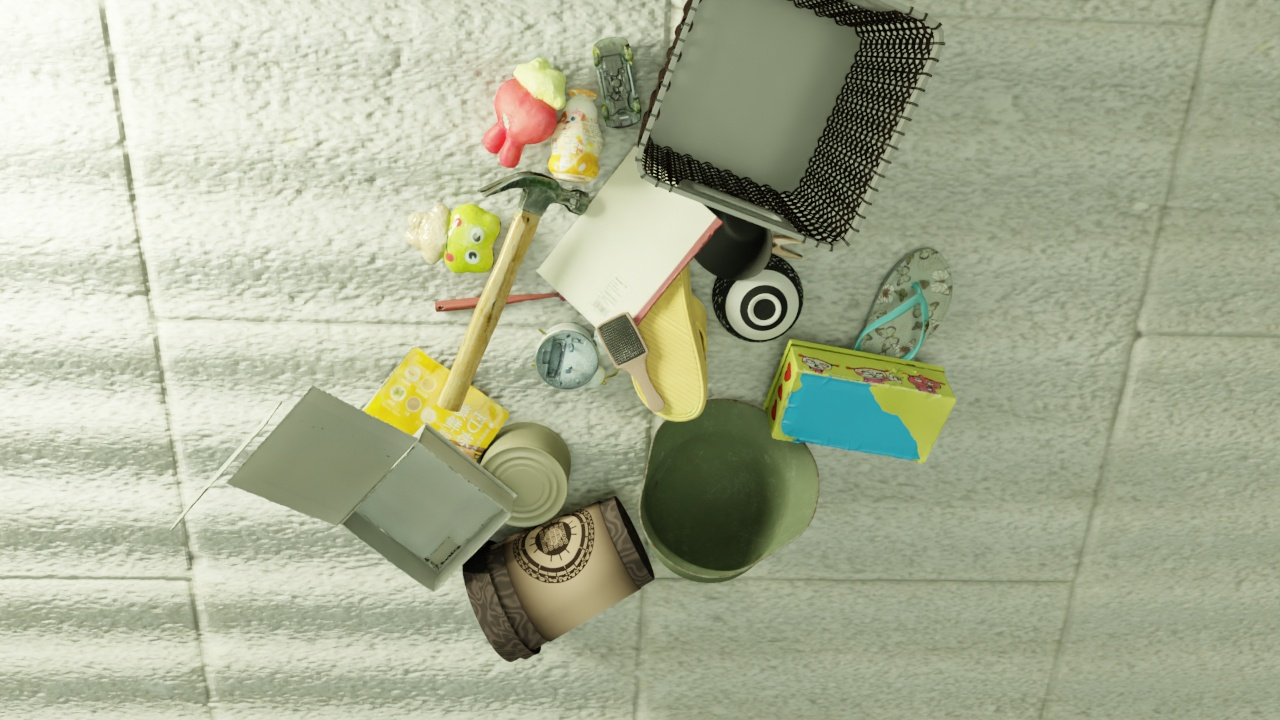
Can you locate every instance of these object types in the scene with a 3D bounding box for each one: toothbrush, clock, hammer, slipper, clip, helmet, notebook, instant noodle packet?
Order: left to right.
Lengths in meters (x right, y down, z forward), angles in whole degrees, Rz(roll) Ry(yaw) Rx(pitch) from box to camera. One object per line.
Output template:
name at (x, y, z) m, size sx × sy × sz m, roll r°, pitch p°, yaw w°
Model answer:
instant noodle packet at (-0.307, 0.109, 1.249) m, size 0.163 × 0.084 × 0.222 m, roll 38°, pitch 99°, yaw -14°
hammer at (-0.187, -0.083, 1.167) m, size 0.132 × 0.033 × 0.331 m, roll 16°, pitch 108°, yaw -32°
toothbrush at (-0.176, -0.079, 1.208) m, size 0.190 × 0.016 × 0.016 m, roll -5°, pitch 111°, yaw 0°
clock at (-0.083, -0.004, 1.218) m, size 0.117 × 0.057 × 0.083 m, roll 11°, pitch 109°, yaw -6°
notebook at (-0.017, -0.142, 1.158) m, size 0.153 × 0.012 × 0.209 m, roll 44°, pitch 106°, yaw 10°
slipper at (0.035, -0.053, 1.193) m, size 0.100 × 0.078 × 0.263 m, roll -6°, pitch 94°, yaw 19°
helmet at (0.096, 0.199, 1.224) m, size 0.227 × 0.266 × 0.154 m, roll 34°, pitch 138°, yaw 13°
clip at (0.184, -0.142, 1.196) m, size 0.061 × 0.025 × 0.045 m, roll 3°, pitch 109°, yaw 4°
slipper at (0.337, -0.022, 1.231) m, size 0.098 × 0.054 × 0.269 m, roll 25°, pitch 109°, yaw -13°

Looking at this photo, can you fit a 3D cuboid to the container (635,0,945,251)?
container at (0.140, -0.296, 1.018) m, size 0.247 × 0.243 × 0.246 m, roll 19°, pitch 109°, yaw -9°

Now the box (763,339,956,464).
box at (0.286, 0.055, 1.217) m, size 0.221 × 0.079 × 0.125 m, roll 10°, pitch 124°, yaw -5°

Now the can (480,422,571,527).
can at (-0.161, 0.158, 1.267) m, size 0.128 × 0.073 × 0.128 m, roll -1°, pitch 111°, yaw -2°

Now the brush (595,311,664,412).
brush at (-0.007, 0.007, 1.161) m, size 0.050 × 0.015 × 0.135 m, roll -26°, pitch 97°, yaw 15°

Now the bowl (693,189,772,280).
bowl at (0.120, -0.168, 1.156) m, size 0.124 × 0.052 × 0.124 m, roll 20°, pitch 131°, yaw 24°

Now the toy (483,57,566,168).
toy at (-0.139, -0.297, 1.104) m, size 0.091 × 0.045 × 0.135 m, roll 40°, pitch 109°, yaw 20°

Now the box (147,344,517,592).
box at (-0.357, 0.130, 1.135) m, size 0.166 × 0.108 × 0.418 m, roll -46°, pitch 120°, yaw 10°

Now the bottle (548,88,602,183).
bottle at (-0.076, -0.272, 1.116) m, size 0.063 × 0.063 × 0.109 m, roll 8°, pitch 98°, yaw -5°

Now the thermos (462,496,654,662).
thermos at (-0.109, 0.295, 1.279) m, size 0.226 × 0.172 × 0.173 m, roll -26°, pitch 109°, yaw 1°

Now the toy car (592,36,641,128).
toy car at (-0.028, -0.335, 1.109) m, size 0.048 × 0.033 × 0.105 m, roll -9°, pitch 106°, yaw 3°

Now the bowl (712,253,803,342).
bowl at (0.156, -0.076, 1.195) m, size 0.120 × 0.066 × 0.120 m, roll -1°, pitch 111°, yaw -2°

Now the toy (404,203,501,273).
toy at (-0.239, -0.158, 1.162) m, size 0.118 × 0.043 × 0.092 m, roll 13°, pitch 111°, yaw -6°
